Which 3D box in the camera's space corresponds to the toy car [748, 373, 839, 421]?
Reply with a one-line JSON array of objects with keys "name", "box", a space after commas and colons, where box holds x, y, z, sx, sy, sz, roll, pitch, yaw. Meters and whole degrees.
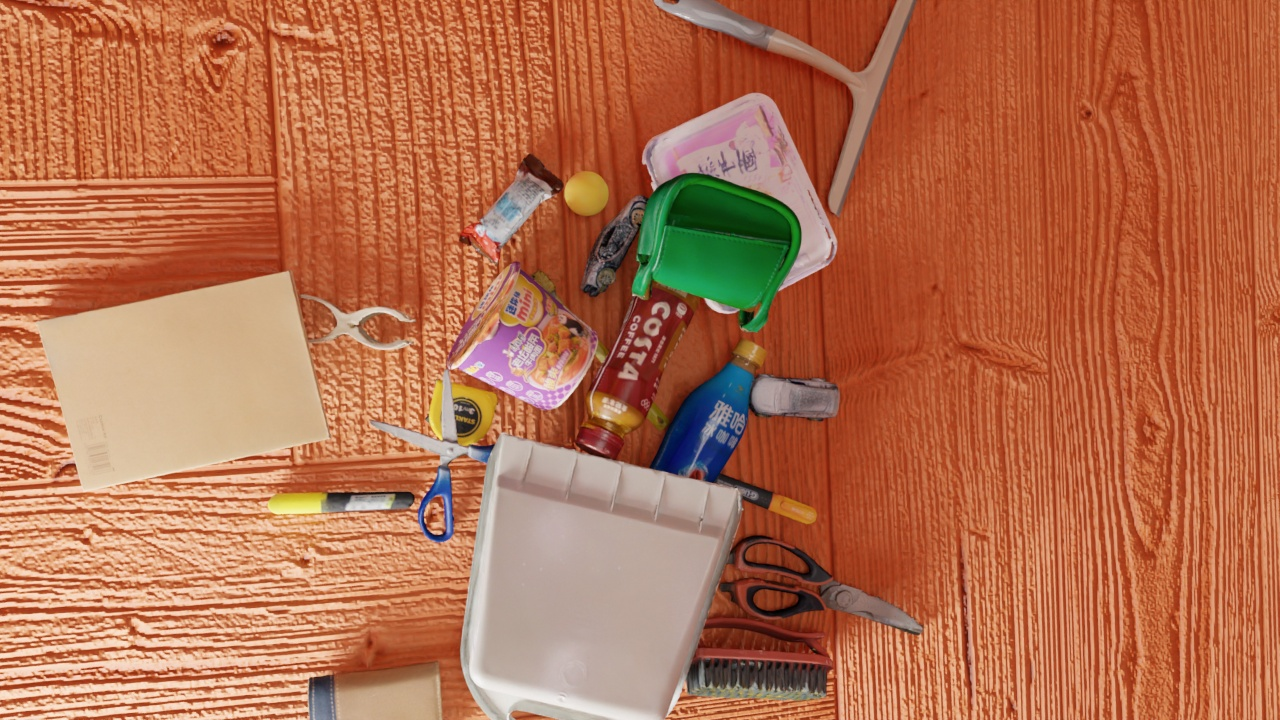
[{"name": "toy car", "box": [0.148, 0.036, 0.884, 0.090, 0.034, 0.043, 5, 94, -10]}]

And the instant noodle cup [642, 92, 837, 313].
[{"name": "instant noodle cup", "box": [0.087, -0.142, 0.854, 0.138, 0.060, 0.173, -27, 95, -9]}]

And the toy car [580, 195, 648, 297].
[{"name": "toy car", "box": [-0.024, -0.107, 0.839, 0.031, 0.049, 0.105, 30, 85, -12]}]

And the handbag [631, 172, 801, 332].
[{"name": "handbag", "box": [0.063, -0.096, 0.791, 0.131, 0.068, 0.120, 17, 96, -12]}]

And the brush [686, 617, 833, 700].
[{"name": "brush", "box": [0.114, 0.283, 0.872, 0.145, 0.063, 0.069, 7, 60, -12]}]

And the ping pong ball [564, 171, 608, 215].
[{"name": "ping pong ball", "box": [-0.049, -0.152, 0.836, 0.040, 0.040, 0.040, 0, 91, -11]}]

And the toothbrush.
[{"name": "toothbrush", "box": [-0.037, -0.009, 0.854, 0.015, 0.016, 0.190, -41, 98, -8]}]

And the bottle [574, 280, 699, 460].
[{"name": "bottle", "box": [-0.005, 0.005, 0.825, 0.057, 0.057, 0.174, 28, 75, -10]}]

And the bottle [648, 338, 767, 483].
[{"name": "bottle", "box": [0.052, 0.080, 0.850, 0.065, 0.065, 0.218, 31, 84, -10]}]

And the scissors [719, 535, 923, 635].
[{"name": "scissors", "box": [0.181, 0.244, 0.904, 0.176, 0.015, 0.210, -34, 97, -10]}]

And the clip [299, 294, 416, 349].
[{"name": "clip", "box": [-0.250, -0.032, 0.807, 0.101, 0.035, 0.076, 5, 91, -2]}]

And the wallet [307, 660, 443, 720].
[{"name": "wallet", "box": [-0.234, 0.317, 0.817, 0.115, 0.033, 0.090, -5, 95, -12]}]

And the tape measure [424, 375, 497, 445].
[{"name": "tape measure", "box": [-0.162, 0.048, 0.826, 0.060, 0.029, 0.057, 14, 88, -12]}]

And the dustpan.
[{"name": "dustpan", "box": [-0.051, 0.224, 0.820, 0.222, 0.143, 0.257, 14, 75, -2]}]

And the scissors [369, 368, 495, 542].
[{"name": "scissors", "box": [-0.160, 0.087, 0.808, 0.162, 0.012, 0.176, 2, 113, -28]}]

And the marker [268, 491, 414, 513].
[{"name": "marker", "box": [-0.264, 0.125, 0.816, 0.124, 0.015, 0.018, 0, 92, -14]}]

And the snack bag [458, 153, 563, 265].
[{"name": "snack bag", "box": [-0.117, -0.137, 0.831, 0.045, 0.026, 0.105, 39, 83, 0]}]

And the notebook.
[{"name": "notebook", "box": [-0.386, 0.017, 0.780, 0.211, 0.012, 0.149, -12, 95, -4]}]

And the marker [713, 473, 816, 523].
[{"name": "marker", "box": [0.114, 0.132, 0.888, 0.124, 0.015, 0.018, 22, 83, -9]}]

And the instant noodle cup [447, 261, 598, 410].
[{"name": "instant noodle cup", "box": [-0.099, -0.014, 0.802, 0.099, 0.112, 0.111, 35, 85, -19]}]

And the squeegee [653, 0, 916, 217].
[{"name": "squeegee", "box": [0.129, -0.299, 0.868, 0.246, 0.039, 0.246, 21, 87, -10]}]
